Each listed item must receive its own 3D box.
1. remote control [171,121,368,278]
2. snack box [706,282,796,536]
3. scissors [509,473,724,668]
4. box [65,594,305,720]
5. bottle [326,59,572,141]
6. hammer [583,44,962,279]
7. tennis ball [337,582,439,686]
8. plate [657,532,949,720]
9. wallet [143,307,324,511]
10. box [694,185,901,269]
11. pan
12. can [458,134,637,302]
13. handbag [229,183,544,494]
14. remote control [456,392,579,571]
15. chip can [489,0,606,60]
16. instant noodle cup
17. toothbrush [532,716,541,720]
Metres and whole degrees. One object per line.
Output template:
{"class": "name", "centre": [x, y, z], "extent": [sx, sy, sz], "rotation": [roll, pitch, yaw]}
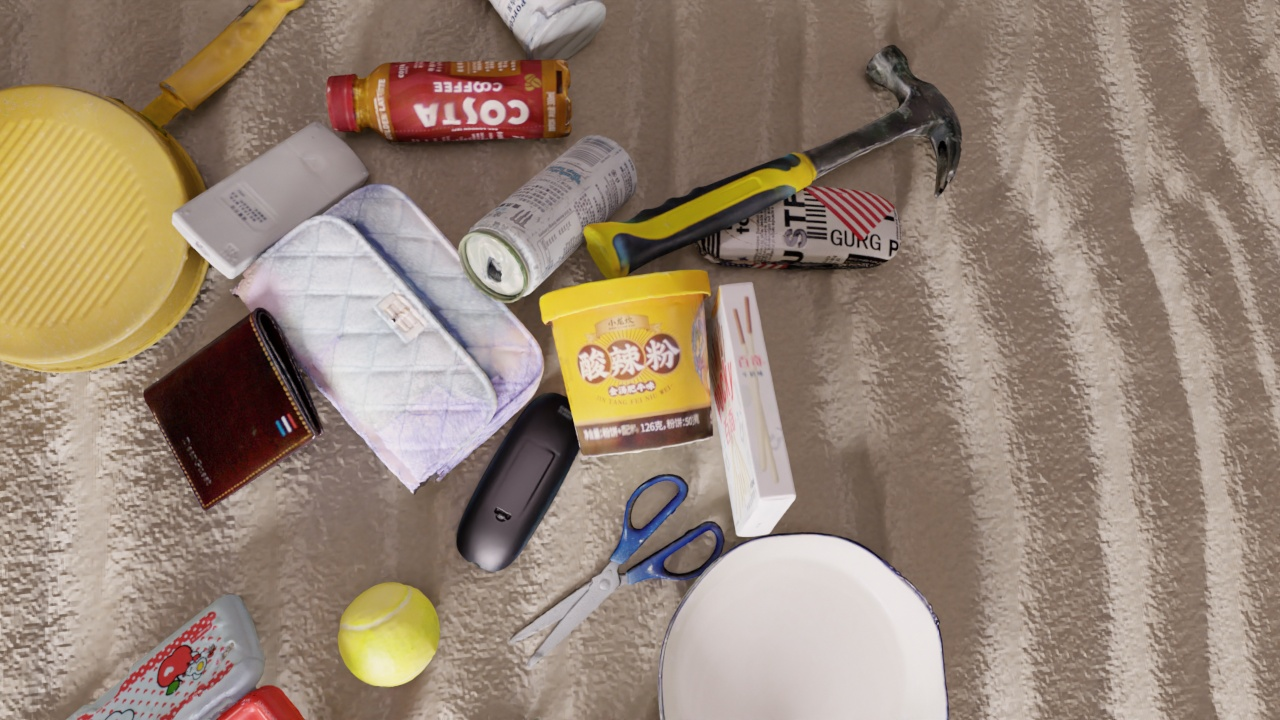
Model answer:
{"class": "remote control", "centre": [-0.256, -0.116, 0.647], "extent": [0.056, 0.019, 0.134], "rotation": [45, 54, -7]}
{"class": "snack box", "centre": [0.072, 0.034, 0.632], "extent": [0.027, 0.085, 0.156], "rotation": [-5, 65, -7]}
{"class": "scissors", "centre": [-0.024, 0.145, 0.656], "extent": [0.172, 0.012, 0.132], "rotation": [-8, 82, -7]}
{"class": "box", "centre": [-0.301, 0.257, 0.555], "extent": [0.201, 0.058, 0.161], "rotation": [-39, 63, -8]}
{"class": "bottle", "centre": [-0.140, -0.192, 0.682], "extent": [0.175, 0.057, 0.057], "rotation": [-4, 80, -8]}
{"class": "hammer", "centre": [0.108, -0.134, 0.675], "extent": [0.322, 0.032, 0.126], "rotation": [-27, 71, -22]}
{"class": "tennis ball", "centre": [-0.165, 0.180, 0.604], "extent": [0.065, 0.065, 0.065], "rotation": [1, 79, -7]}
{"class": "plate", "centre": [0.110, 0.224, 0.640], "extent": [0.205, 0.046, 0.204], "rotation": [1, 79, -8]}
{"class": "wallet", "centre": [-0.273, 0.034, 0.614], "extent": [0.122, 0.020, 0.096], "rotation": [-30, 83, 23]}
{"class": "box", "centre": [0.121, -0.103, 0.701], "extent": [0.164, 0.052, 0.068], "rotation": [-2, 59, -6]}
{"class": "pan", "centre": [-0.359, -0.155, 0.656], "extent": [0.197, 0.078, 0.357], "rotation": [35, 84, -3]}
{"class": "can", "centre": [-0.061, -0.102, 0.645], "extent": [0.058, 0.058, 0.146], "rotation": [39, 50, 2]}
{"class": "handbag", "centre": [-0.168, -0.021, 0.637], "extent": [0.134, 0.076, 0.194], "rotation": [-43, 86, -12]}
{"class": "remote control", "centre": [-0.084, 0.085, 0.653], "extent": [0.053, 0.024, 0.136], "rotation": [29, 77, -2]}
{"class": "chip can", "centre": [-0.116, -0.333, 0.705], "extent": [0.071, 0.071, 0.214], "rotation": [-34, 85, -12]}
{"class": "instant noodle cup", "centre": [-0.004, 0.004, 0.636], "extent": [0.118, 0.118, 0.114], "rotation": [-8, 88, -8]}
{"class": "toothbrush", "centre": [-0.114, 0.319, 0.600], "extent": [0.018, 0.016, 0.191], "rotation": [33, 85, -15]}
